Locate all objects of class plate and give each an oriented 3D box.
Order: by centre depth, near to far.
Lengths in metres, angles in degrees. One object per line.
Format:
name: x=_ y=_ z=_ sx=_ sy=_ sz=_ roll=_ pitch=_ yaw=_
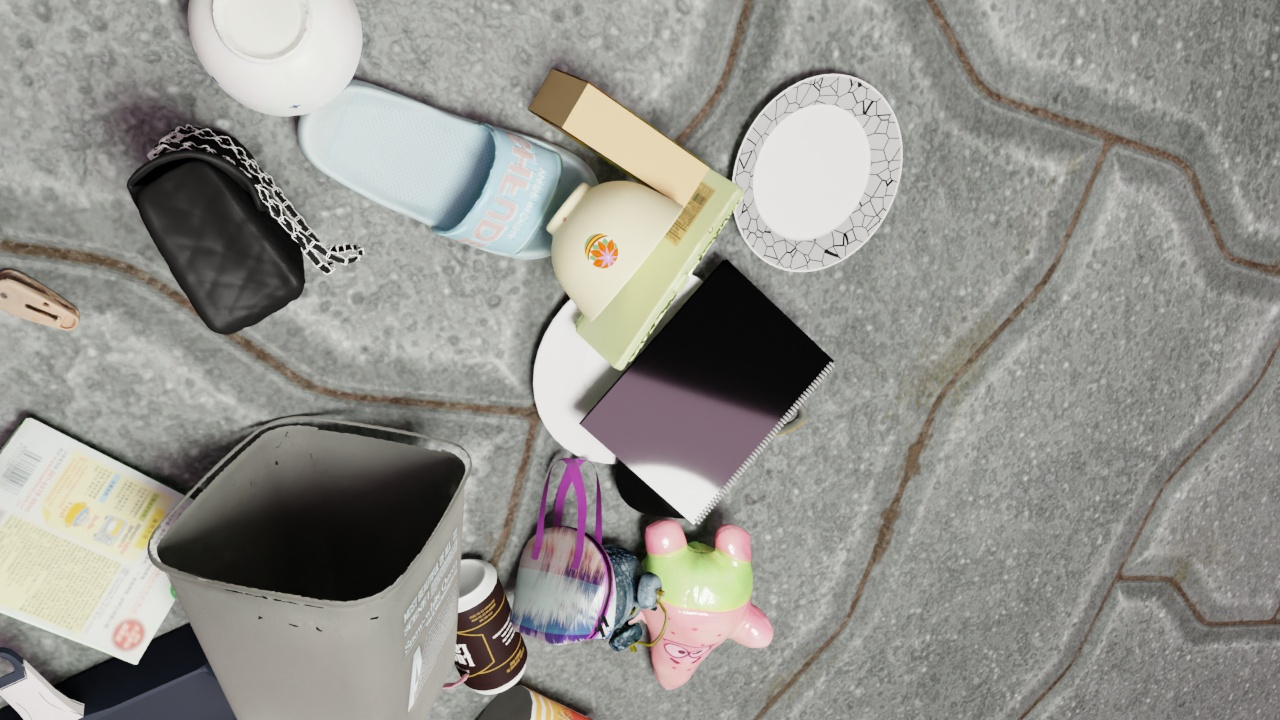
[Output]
plate: x=0.168 y=-0.178 z=0.882 sx=0.188 sy=0.016 sz=0.189 roll=-10 pitch=117 yaw=-20
plate: x=-0.005 y=0.005 z=0.890 sx=0.208 sy=0.015 sz=0.209 roll=-10 pitch=117 yaw=-20

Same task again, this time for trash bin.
trash bin: x=-0.248 y=0.197 z=0.752 sx=0.197 sy=0.196 sz=0.220 roll=9 pitch=122 yaw=10

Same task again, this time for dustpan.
dustpan: x=-0.471 y=0.319 z=0.786 sx=0.236 sy=0.080 sz=0.273 roll=-24 pitch=121 yaw=-13

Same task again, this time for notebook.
notebook: x=0.066 y=0.031 z=0.867 sx=0.149 sy=0.016 sz=0.206 roll=42 pitch=85 yaw=-8

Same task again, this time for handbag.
handbag: x=-0.275 y=-0.106 z=0.634 sx=0.114 sy=0.153 sz=0.125 roll=-29 pitch=118 yaw=-6
handbag: x=-0.069 y=0.179 z=0.883 sx=0.068 sy=0.145 sz=0.170 roll=8 pitch=83 yaw=-40

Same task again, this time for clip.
clip: x=-0.441 y=-0.044 z=0.667 sx=0.024 sy=0.045 sz=0.062 roll=-50 pitch=142 yaw=4

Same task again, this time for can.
can: x=-0.160 y=0.263 z=0.907 sx=0.071 sy=0.072 sz=0.129 roll=-22 pitch=121 yaw=-14

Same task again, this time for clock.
clock: x=-0.028 y=0.239 z=0.928 sx=0.052 sy=0.129 sz=0.090 roll=3 pitch=116 yaw=-58

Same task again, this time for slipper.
slipper: x=-0.143 y=-0.143 z=0.722 sx=0.245 sy=0.074 sz=0.104 roll=17 pitch=106 yaw=-29

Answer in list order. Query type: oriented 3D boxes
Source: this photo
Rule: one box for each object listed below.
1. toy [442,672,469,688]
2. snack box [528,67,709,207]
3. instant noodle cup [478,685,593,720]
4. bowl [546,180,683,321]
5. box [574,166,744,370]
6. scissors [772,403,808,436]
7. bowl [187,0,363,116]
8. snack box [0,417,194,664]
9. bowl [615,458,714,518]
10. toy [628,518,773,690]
toy: x=-0.275 y=0.348 z=0.863 sx=0.238 sy=0.190 sz=0.087 roll=-29 pitch=86 yaw=0
snack box: x=-0.018 y=-0.182 z=0.752 sx=0.125 sy=0.088 sz=0.040 roll=27 pitch=100 yaw=-32
instant noodle cup: x=-0.107 y=0.421 z=0.985 sx=0.123 sy=0.123 sz=0.121 roll=-46 pitch=116 yaw=1
bowl: x=-0.032 y=-0.100 z=0.728 sx=0.074 sy=0.118 sz=0.118 roll=39 pitch=94 yaw=-7
box: x=0.025 y=-0.080 z=0.818 sx=0.188 sy=0.091 sz=0.083 roll=-54 pitch=146 yaw=10
scissors: x=0.076 y=0.029 z=0.918 sx=0.225 sy=0.016 sz=0.225 roll=-4 pitch=116 yaw=-21
bowl: x=-0.249 y=-0.226 z=0.621 sx=0.113 sy=0.063 sz=0.113 roll=-1 pitch=99 yaw=-9
snack box: x=-0.436 y=0.142 z=0.713 sx=0.168 sy=0.027 sz=0.131 roll=40 pitch=59 yaw=-33
bowl: x=0.042 y=0.119 z=0.910 sx=0.124 sy=0.052 sz=0.124 roll=-9 pitch=120 yaw=-16
toy: x=0.048 y=0.276 z=0.998 sx=0.192 sy=0.096 sz=0.237 roll=8 pitch=121 yaw=-3
